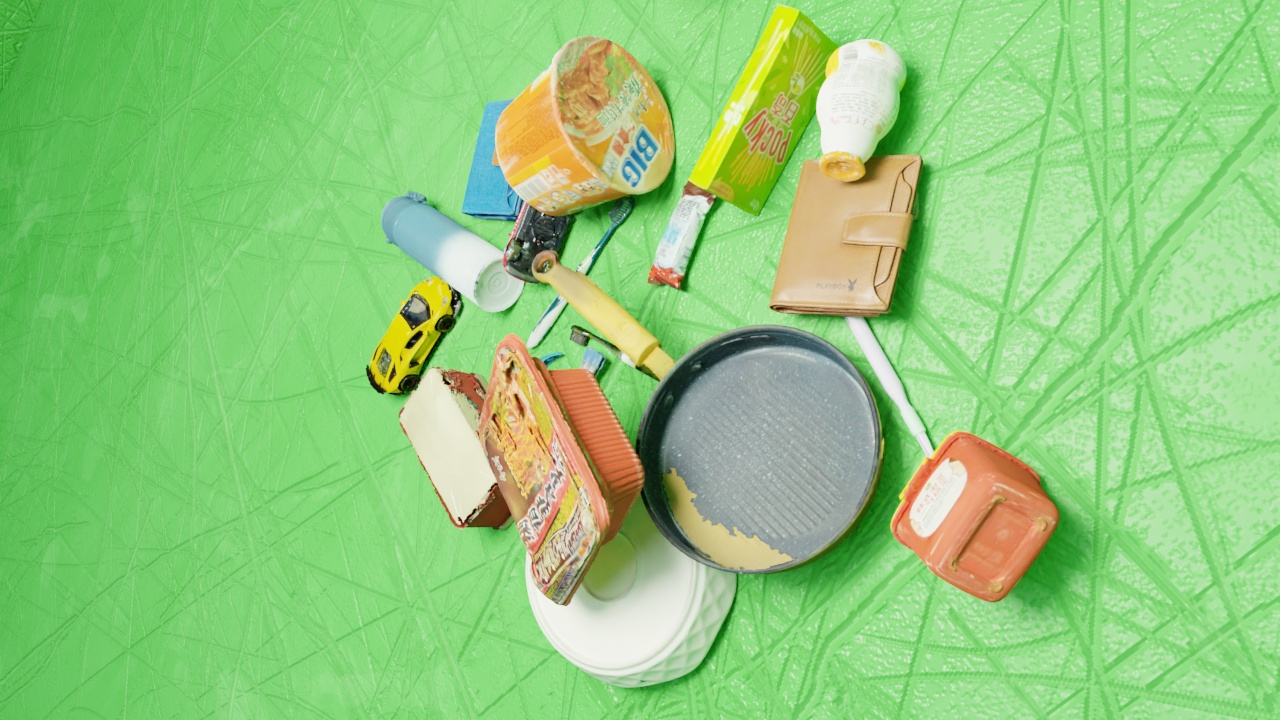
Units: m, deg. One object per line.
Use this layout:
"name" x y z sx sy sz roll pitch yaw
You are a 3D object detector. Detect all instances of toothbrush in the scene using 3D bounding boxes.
"toothbrush" -0.005 0.005 0.862 0.186 0.012 0.017 29 105 39
"toothbrush" 0.184 0.009 0.704 0.021 0.029 0.189 -17 62 -8
"toothbrush" -0.064 -0.087 0.924 0.192 0.018 0.016 -53 54 18

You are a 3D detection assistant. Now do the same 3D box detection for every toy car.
"toy car" -0.103 -0.139 0.945 0.045 0.053 0.120 18 86 63
"toy car" -0.264 -0.030 1.060 0.156 0.041 0.071 -53 54 16

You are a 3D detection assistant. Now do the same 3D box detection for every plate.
"plate" -0.018 0.179 0.799 0.205 0.045 0.204 -7 75 28

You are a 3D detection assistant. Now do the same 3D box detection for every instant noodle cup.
"instant noodle cup" -0.058 -0.211 0.869 0.112 0.151 0.151 -18 70 44
"instant noodle cup" -0.066 0.084 0.747 0.188 0.079 0.165 59 147 25

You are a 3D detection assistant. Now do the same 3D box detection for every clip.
"clip" -0.100 0.008 0.938 0.056 0.014 0.041 -14 72 35
"clip" -0.051 0.016 0.889 0.024 0.028 0.057 30 103 37

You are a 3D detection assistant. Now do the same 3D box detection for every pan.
"pan" 0.034 0.019 0.748 0.198 0.078 0.357 -49 58 1

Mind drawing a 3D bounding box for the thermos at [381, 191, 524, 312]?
"thermos" -0.217 -0.126 1.025 0.220 0.070 0.070 34 103 38

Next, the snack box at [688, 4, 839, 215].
"snack box" 0.106 -0.204 0.767 0.026 0.085 0.156 37 104 37

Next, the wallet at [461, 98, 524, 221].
"wallet" -0.149 -0.221 1.009 0.106 0.040 0.133 11 89 44

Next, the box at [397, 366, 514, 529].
"box" -0.183 0.087 0.946 0.091 0.078 0.168 -51 55 20

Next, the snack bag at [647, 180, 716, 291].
"snack bag" 0.038 -0.115 0.842 0.045 0.026 0.105 28 98 48

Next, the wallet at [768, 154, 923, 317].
"wallet" 0.163 -0.099 0.725 0.108 0.031 0.131 7 76 40

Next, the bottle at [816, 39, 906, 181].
"bottle" 0.168 -0.194 0.716 0.063 0.063 0.108 1 66 39

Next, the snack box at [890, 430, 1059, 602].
"snack box" 0.220 0.104 0.603 0.082 0.080 0.091 28 103 -4
